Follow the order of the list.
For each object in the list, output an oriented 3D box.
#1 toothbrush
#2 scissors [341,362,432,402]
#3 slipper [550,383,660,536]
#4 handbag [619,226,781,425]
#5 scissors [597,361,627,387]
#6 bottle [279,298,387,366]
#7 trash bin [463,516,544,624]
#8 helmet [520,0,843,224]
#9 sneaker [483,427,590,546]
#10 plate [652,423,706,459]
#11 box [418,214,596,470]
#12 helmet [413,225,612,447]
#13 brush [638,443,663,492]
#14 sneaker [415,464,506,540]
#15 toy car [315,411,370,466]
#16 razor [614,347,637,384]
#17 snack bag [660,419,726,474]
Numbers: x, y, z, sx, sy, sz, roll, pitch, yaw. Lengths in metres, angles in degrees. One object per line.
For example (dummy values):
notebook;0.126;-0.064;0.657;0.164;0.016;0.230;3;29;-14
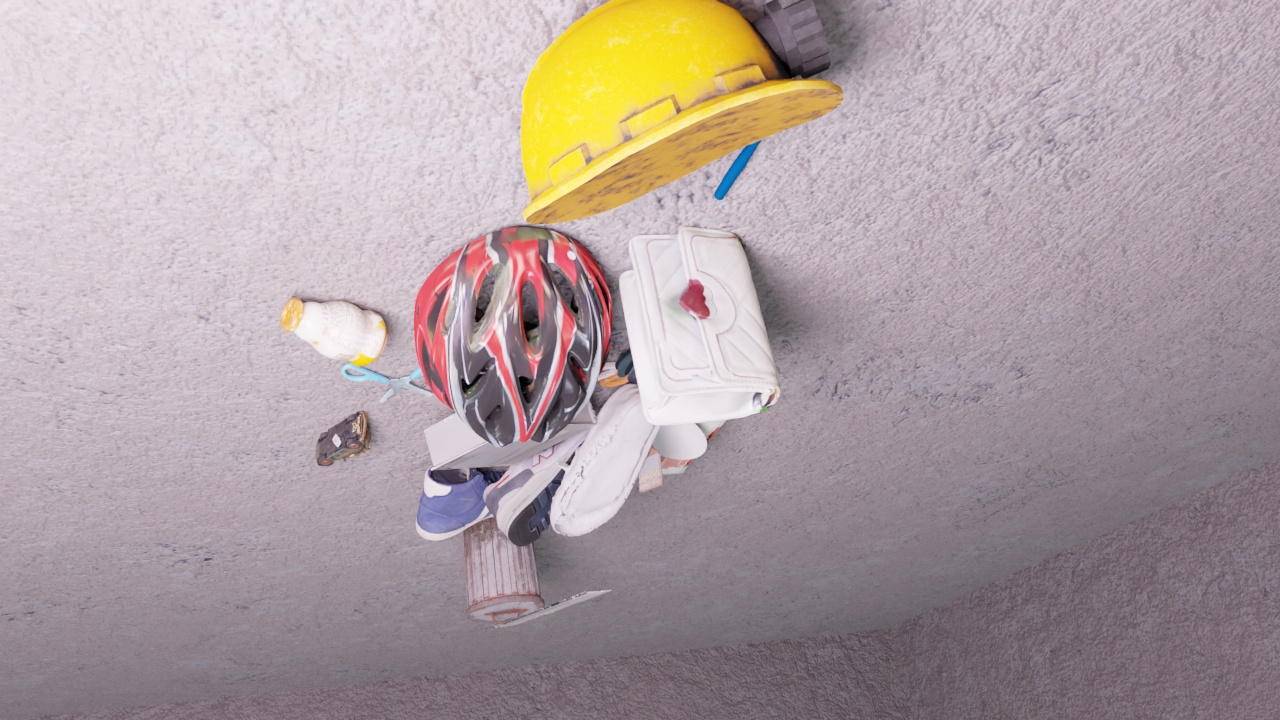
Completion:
toothbrush;0.105;-0.204;0.864;0.014;0.014;0.168;-35;170;-32
scissors;-0.303;0.018;1.143;0.135;0.015;0.135;20;132;-40
slipper;-0.055;0.141;1.281;0.112;0.074;0.247;23;107;-20
handbag;0.063;-0.039;0.968;0.142;0.198;0.096;-6;151;-12
scissors;-0.010;0.004;1.226;0.131;0.013;0.070;-26;151;28
bottle;-0.327;-0.034;0.980;0.063;0.063;0.108;-29;147;31
trash bin;-0.240;0.344;1.573;0.131;0.210;0.131;-9;153;-5
helmet;0.009;-0.207;0.694;0.255;0.131;0.205;-22;-178;8
sneaker;-0.142;0.157;1.364;0.239;0.124;0.089;-45;136;-25
plate;0.037;0.105;1.380;0.134;0.011;0.135;16;145;12
box;-0.199;-0.045;1.288;0.169;0.403;0.171;-27;149;28
helmet;-0.133;-0.023;0.996;0.217;0.166;0.273;-6;140;-16
brush;0.011;0.111;1.293;0.008;0.143;0.045;14;153;-37
sneaker;-0.239;0.182;1.423;0.232;0.091;0.119;-16;130;-32
toy car;-0.396;0.111;1.247;0.112;0.047;0.047;-28;143;30
razor;0.040;0.006;1.177;0.143;0.052;0.047;2;164;10
snack bag;0.068;0.124;1.455;0.077;0.041;0.226;0;153;-19
